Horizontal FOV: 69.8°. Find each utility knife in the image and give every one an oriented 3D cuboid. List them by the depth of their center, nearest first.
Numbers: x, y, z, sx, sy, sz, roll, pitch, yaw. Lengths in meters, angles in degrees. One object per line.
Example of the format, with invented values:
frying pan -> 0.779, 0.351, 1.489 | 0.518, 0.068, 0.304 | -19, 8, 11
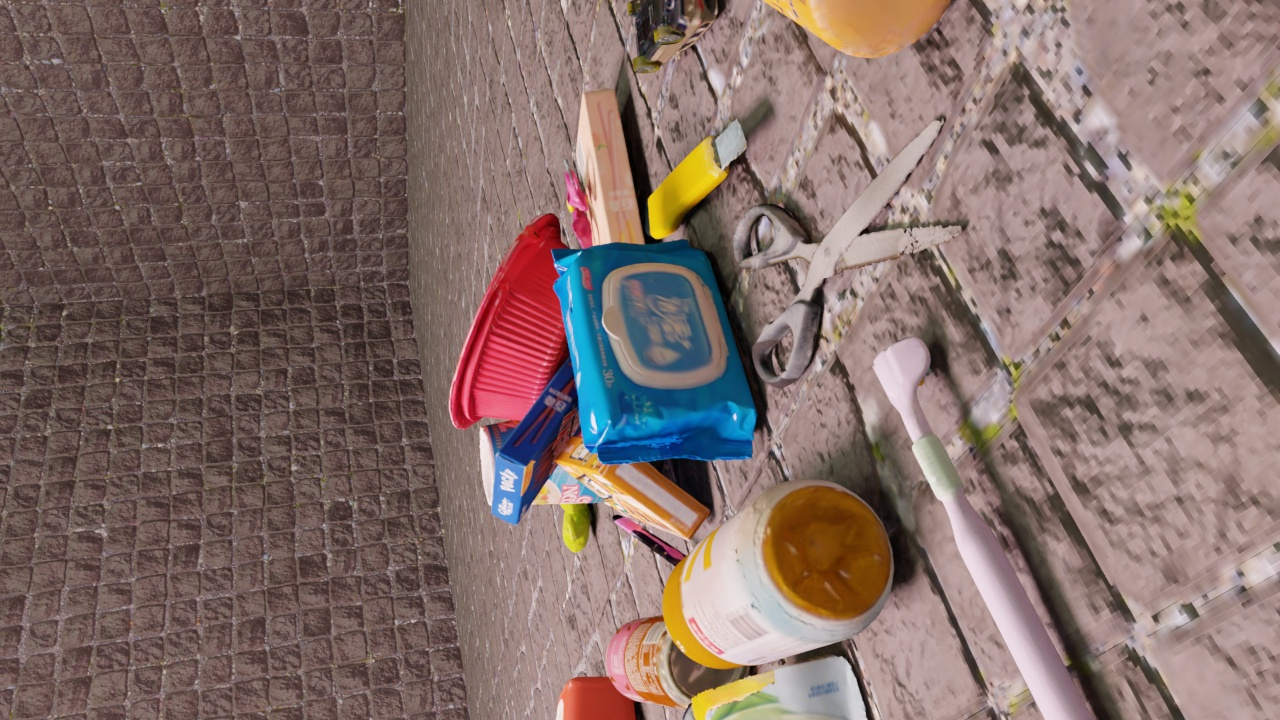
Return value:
utility knife -> 0.031, -0.102, 0.537 | 0.193, 0.015, 0.033 | 161, 103, -76

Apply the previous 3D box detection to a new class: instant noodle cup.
instant noodle cup -> -0.084, -0.021, 0.756 | 0.194, 0.066, 0.194 | 27, -94, -86
instant noodle cup -> -0.083, 0.086, 0.808 | 0.099, 0.109, 0.099 | 174, 91, -74

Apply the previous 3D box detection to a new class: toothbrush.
toothbrush -> 0.121, 0.075, 0.302 | 0.029, 0.021, 0.189 | 112, 147, -53
toothbrush -> 0.020, 0.132, 0.619 | 0.189, 0.014, 0.018 | 14, 117, 65

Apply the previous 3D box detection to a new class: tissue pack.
tissue pack -> 0.006, -0.012, 0.522 | 0.052, 0.095, 0.157 | 110, 151, -53

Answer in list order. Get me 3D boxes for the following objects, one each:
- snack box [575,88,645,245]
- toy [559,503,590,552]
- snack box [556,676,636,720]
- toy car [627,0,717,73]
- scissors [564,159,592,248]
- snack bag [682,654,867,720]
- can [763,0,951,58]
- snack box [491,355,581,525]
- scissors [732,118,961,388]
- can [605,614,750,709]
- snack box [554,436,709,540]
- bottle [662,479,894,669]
snack box -> -0.022, -0.109, 0.675 | 0.085, 0.026, 0.157 | 109, 152, -70
toy -> -0.065, 0.129, 0.887 | 0.096, 0.031, 0.100 | -93, -5, -62
snack box -> -0.041, 0.325, 0.802 | 0.091, 0.082, 0.080 | 109, 161, -51
toy car -> 0.016, -0.196, 0.530 | 0.090, 0.035, 0.042 | 178, 88, -73
scissors -> -0.048, -0.118, 0.710 | 0.137, 0.017, 0.077 | -111, 7, -70
snack bag -> 0.077, 0.241, 0.415 | 0.111, 0.038, 0.190 | -28, 60, 29
can -> 0.061, -0.167, 0.354 | 0.146, 0.058, 0.058 | -117, 28, -51
snack box -> -0.065, 0.047, 0.723 | 0.156, 0.026, 0.085 | -56, -12, -39
scissors -> 0.082, -0.044, 0.409 | 0.159, 0.014, 0.171 | -123, 34, -51
can -> 0.020, 0.195, 0.597 | 0.147, 0.058, 0.058 | 131, 131, -67
snack box -> -0.011, 0.086, 0.641 | 0.026, 0.075, 0.154 | -54, 11, -12
bottle -> 0.053, 0.112, 0.446 | 0.190, 0.068, 0.068 | 120, 141, -63
